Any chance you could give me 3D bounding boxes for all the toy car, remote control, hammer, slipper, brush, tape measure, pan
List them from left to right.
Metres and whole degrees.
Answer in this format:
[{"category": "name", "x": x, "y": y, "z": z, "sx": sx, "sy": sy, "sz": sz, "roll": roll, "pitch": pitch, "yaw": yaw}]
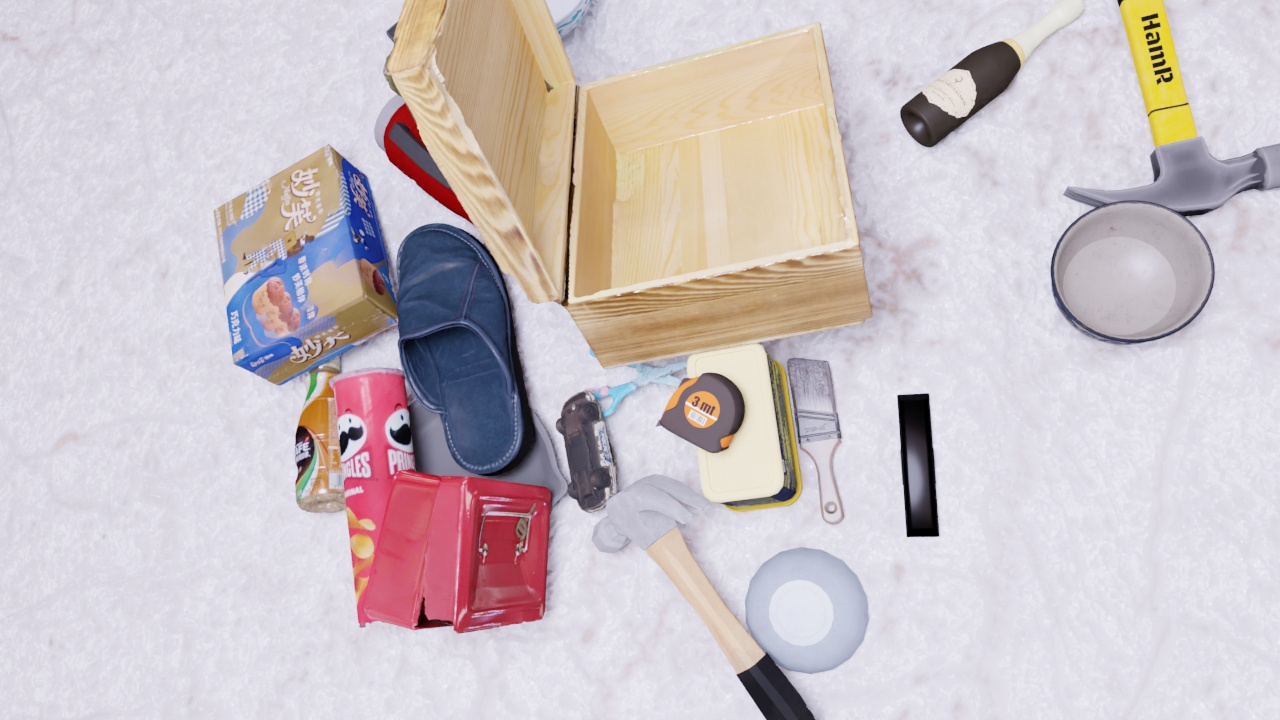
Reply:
[{"category": "slipper", "x": -0.180, "y": -0.022, "z": 0.868, "sx": 0.109, "sy": 0.083, "sz": 0.265, "roll": -23, "pitch": 72, "yaw": 14}, {"category": "pan", "x": -0.165, "y": 0.056, "z": 0.905, "sx": 0.217, "sy": 0.024, "sz": 0.354, "roll": 2, "pitch": 80, "yaw": 17}, {"category": "toy car", "x": -0.046, "y": 0.084, "z": 0.855, "sx": 0.049, "sy": 0.040, "sz": 0.112, "roll": -28, "pitch": 66, "yaw": 41}, {"category": "tape measure", "x": 0.053, "y": 0.039, "z": 0.727, "sx": 0.058, "sy": 0.038, "sz": 0.059, "roll": 27, "pitch": 101, "yaw": 20}, {"category": "hammer", "x": 0.083, "y": 0.239, "z": 0.764, "sx": 0.328, "sy": 0.039, "sz": 0.131, "roll": 53, "pitch": 141, "yaw": 11}, {"category": "brush", "x": 0.159, "y": 0.069, "z": 0.813, "sx": 0.039, "sy": 0.012, "sz": 0.151, "roll": -9, "pitch": 77, "yaw": 14}, {"category": "remote control", "x": 0.238, "y": 0.089, "z": 0.786, "sx": 0.028, "sy": 0.011, "sz": 0.124, "roll": -4, "pitch": 78, "yaw": 16}, {"category": "hammer", "x": 0.426, "y": -0.277, "z": 0.778, "sx": 0.170, "sy": 0.034, "sz": 0.324, "roll": -11, "pitch": 82, "yaw": 16}]

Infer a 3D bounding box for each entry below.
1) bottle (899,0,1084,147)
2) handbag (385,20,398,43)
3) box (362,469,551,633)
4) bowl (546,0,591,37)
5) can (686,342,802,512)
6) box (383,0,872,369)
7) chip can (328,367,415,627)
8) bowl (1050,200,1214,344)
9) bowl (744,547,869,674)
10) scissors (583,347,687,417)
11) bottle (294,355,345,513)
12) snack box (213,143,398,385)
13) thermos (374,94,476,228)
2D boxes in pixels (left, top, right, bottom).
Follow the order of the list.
[{"category": "bottle", "x": 0.317, "y": -0.263, "z": 0.816, "sx": 0.184, "sy": 0.045, "sz": 0.045, "roll": -38, "pitch": 71, "yaw": -1}, {"category": "handbag", "x": -0.123, "y": -0.225, "z": 0.872, "sx": 0.072, "sy": 0.175, "sz": 0.195, "roll": -37, "pitch": 75, "yaw": 7}, {"category": "box", "x": -0.151, "y": 0.163, "z": 0.785, "sx": 0.098, "sy": 0.157, "sz": 0.129, "roll": 3, "pitch": 79, "yaw": 22}, {"category": "bowl", "x": -0.104, "y": -0.381, "z": 0.947, "sx": 0.144, "sy": 0.074, "sz": 0.144, "roll": -3, "pitch": 78, "yaw": 16}, {"category": "can", "x": 0.089, "y": 0.058, "z": 0.787, "sx": 0.075, "sy": 0.104, "sz": 0.135, "roll": -10, "pitch": 77, "yaw": 14}, {"category": "box", "x": -0.002, "y": -0.204, "z": 0.709, "sx": 0.286, "sy": 0.336, "sz": 0.278, "roll": -12, "pitch": 54, "yaw": 16}, {"category": "chip can", "x": -0.243, "y": 0.127, "z": 0.863, "sx": 0.073, "sy": 0.073, "sz": 0.232, "roll": -14, "pitch": 76, "yaw": 13}, {"category": "bowl", "x": 0.392, "y": -0.065, "z": 0.745, "sx": 0.116, "sy": 0.059, "sz": 0.115, "roll": -3, "pitch": 78, "yaw": 16}, {"category": "bowl", "x": 0.138, "y": 0.212, "z": 0.777, "sx": 0.106, "sy": 0.039, "sz": 0.106, "roll": -3, "pitch": 78, "yaw": 16}, {"category": "scissors", "x": -0.002, "y": 0.002, "z": 0.858, "sx": 0.143, "sy": 0.015, "sz": 0.095, "roll": -16, "pitch": 66, "yaw": 28}, {"category": "bottle", "x": -0.320, "y": 0.069, "z": 0.932, "sx": 0.059, "sy": 0.059, "sz": 0.167, "roll": -15, "pitch": 67, "yaw": 13}, {"category": "snack box", "x": -0.347, "y": -0.100, "z": 0.947, "sx": 0.155, "sy": 0.069, "sz": 0.202, "roll": -26, "pitch": 62, "yaw": 9}, {"category": "thermos", "x": -0.182, "y": -0.190, "z": 0.915, "sx": 0.198, "sy": 0.108, "sz": 0.084, "roll": 41, "pitch": 108, "yaw": 19}]
